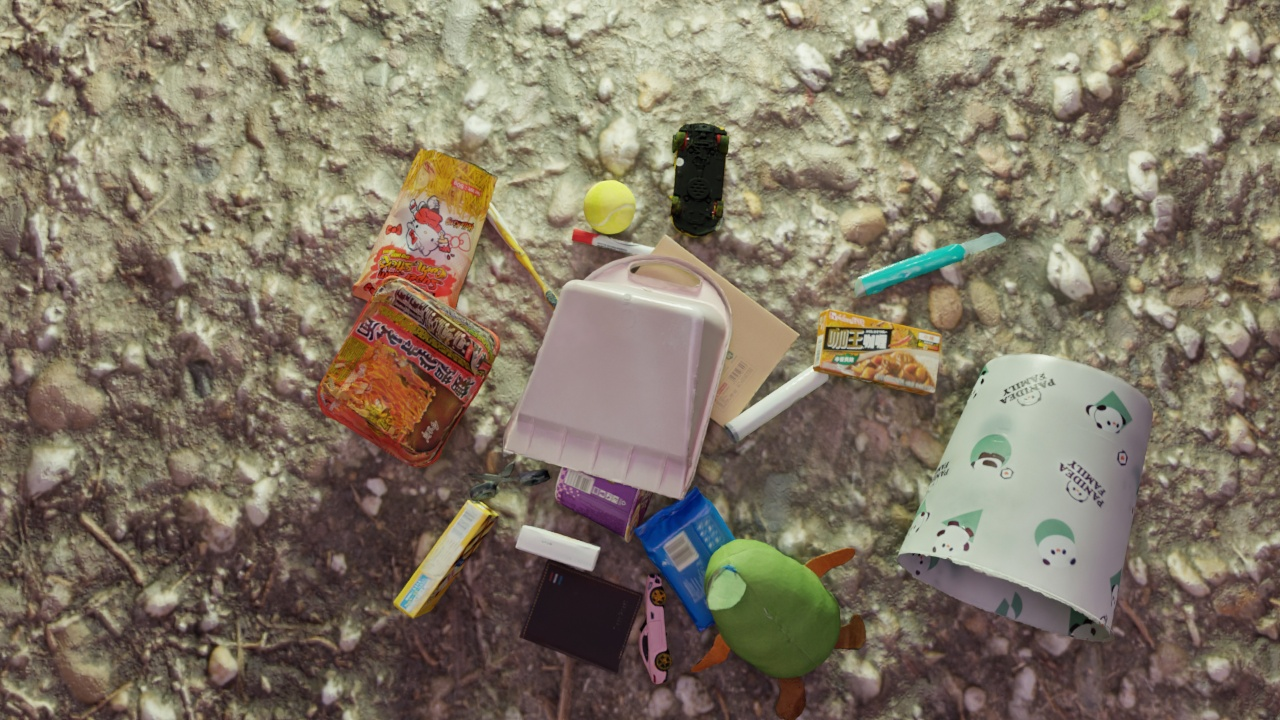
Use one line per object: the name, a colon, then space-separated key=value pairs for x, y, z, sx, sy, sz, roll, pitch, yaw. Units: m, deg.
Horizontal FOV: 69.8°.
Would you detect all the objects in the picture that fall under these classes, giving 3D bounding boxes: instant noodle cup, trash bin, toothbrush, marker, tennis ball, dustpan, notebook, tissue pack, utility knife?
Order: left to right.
instant noodle cup: x=-0.268 y=0.015 z=1.079 sx=0.164 sy=0.079 sz=0.189 roll=33 pitch=93 yaw=3
toothbrush: x=-0.154 y=-0.138 z=1.147 sx=0.016 sy=0.018 sz=0.191 roll=-34 pitch=82 yaw=-8
instant noodle cup: x=-0.038 y=0.141 z=1.061 sx=0.099 sy=0.111 sz=0.111 roll=19 pitch=80 yaw=12
tennis ball: x=-0.038 y=-0.189 z=1.134 sx=0.065 sy=0.065 sz=0.065 roll=0 pitch=80 yaw=-1
marker: x=-0.015 y=-0.141 z=1.151 sx=0.145 sy=0.017 sz=0.017 roll=14 pitch=80 yaw=2
dustpan: x=-0.006 y=0.006 z=1.064 sx=0.223 sy=0.138 sz=0.273 roll=16 pitch=94 yaw=14
notebook: x=0.068 y=-0.036 z=1.126 sx=0.207 sy=0.008 sz=0.148 roll=37 pitch=90 yaw=6
tissue pack: x=0.068 y=0.229 z=1.057 sx=0.095 sy=0.052 sz=0.157 roll=-34 pitch=104 yaw=-8
toothbrush: x=0.198 y=0.029 z=1.117 sx=0.221 sy=0.027 sz=0.026 roll=-33 pitch=95 yaw=-9
utility knife: x=0.361 y=-0.121 z=1.152 sx=0.205 sy=0.013 sz=0.029 roll=-19 pitch=79 yaw=-1
trash bin: x=0.431 y=0.145 z=1.008 sx=0.229 sy=0.230 sz=0.251 roll=24 pitch=76 yaw=4

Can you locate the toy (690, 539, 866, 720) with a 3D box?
toy: x=0.153 y=0.285 z=1.021 sx=0.227 sy=0.090 sz=0.247 roll=-40 pitch=118 yaw=-3

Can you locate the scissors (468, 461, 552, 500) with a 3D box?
scissors: x=-0.154 y=0.135 z=1.033 sx=0.159 sy=0.175 sz=0.014 roll=-3 pitch=72 yaw=-46

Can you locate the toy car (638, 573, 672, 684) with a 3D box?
toy car: x=0.015 y=0.307 z=1.053 sx=0.037 sy=0.056 sz=0.122 roll=-3 pitch=82 yaw=-4

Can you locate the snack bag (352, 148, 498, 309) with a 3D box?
snack bag: x=-0.261 y=-0.150 z=1.132 sx=0.128 sy=0.073 sz=0.208 roll=22 pitch=89 yaw=3

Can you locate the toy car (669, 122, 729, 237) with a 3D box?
toy car: x=0.072 y=-0.227 z=1.153 sx=0.071 sy=0.041 sz=0.155 roll=4 pitch=78 yaw=0

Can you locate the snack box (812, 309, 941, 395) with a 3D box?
snack box: x=0.287 y=-0.010 z=1.111 sx=0.153 sy=0.026 sz=0.075 roll=12 pitch=80 yaw=-11

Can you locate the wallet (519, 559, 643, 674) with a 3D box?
wallet: x=-0.069 y=0.299 z=1.073 sx=0.122 sy=0.020 sz=0.096 roll=20 pitch=80 yaw=1

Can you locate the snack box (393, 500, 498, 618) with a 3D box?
snack box: x=-0.220 y=0.225 z=1.049 sx=0.034 sy=0.087 sz=0.140 roll=37 pitch=81 yaw=6

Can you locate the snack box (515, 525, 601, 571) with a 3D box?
snack box: x=-0.088 y=0.208 z=1.018 sx=0.085 sy=0.157 sz=0.027 roll=16 pitch=80 yaw=1
